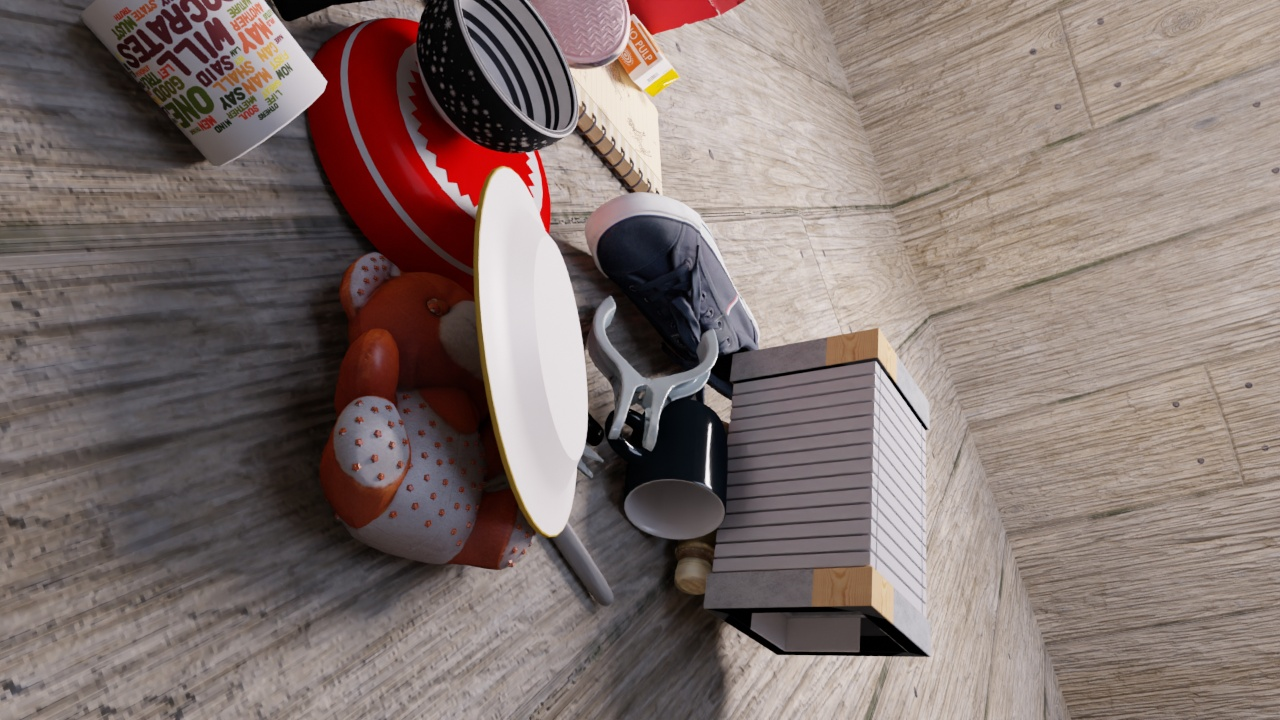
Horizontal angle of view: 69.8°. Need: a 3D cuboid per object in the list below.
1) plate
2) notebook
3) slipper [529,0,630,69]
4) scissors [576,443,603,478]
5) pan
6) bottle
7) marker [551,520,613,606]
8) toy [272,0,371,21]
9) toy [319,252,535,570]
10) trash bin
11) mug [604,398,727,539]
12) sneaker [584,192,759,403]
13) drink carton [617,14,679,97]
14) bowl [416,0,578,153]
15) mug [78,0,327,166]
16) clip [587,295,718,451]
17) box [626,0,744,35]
[{"bbox_3d":[-0.059,-0.006,0.573,0.229,0.021,0.230,-6,89,-83],"label":"plate"},{"bbox_3d":[-0.041,-0.279,0.970,0.225,0.024,0.167,42,36,-45],"label":"notebook"},{"bbox_3d":[-0.083,-0.362,0.872,0.056,0.106,0.221,103,-31,-65],"label":"slipper"},{"bbox_3d":[-0.073,0.042,0.671,0.122,0.019,0.149,-29,115,-47],"label":"scissors"},{"bbox_3d":[-0.104,-0.085,0.676,0.356,0.067,0.208,57,28,-19],"label":"pan"},{"bbox_3d":[0.058,0.133,0.841,0.059,0.060,0.165,50,37,-36],"label":"bottle"},{"bbox_3d":[-0.053,0.127,0.666,0.139,0.022,0.016,60,22,-20],"label":"marker"},{"bbox_3d":[-0.190,-0.312,0.613,0.159,0.140,0.183,25,31,-13],"label":"toy"},{"bbox_3d":[-0.118,0.024,0.527,0.163,0.093,0.172,39,39,-49],"label":"toy"},{"bbox_3d":[0.167,0.122,0.825,0.142,0.143,0.246,43,47,-44],"label":"trash bin"},{"bbox_3d":[0.018,0.081,0.778,0.121,0.085,0.094,34,39,-24],"label":"mug"},{"bbox_3d":[0.044,-0.038,0.882,0.294,0.121,0.127,46,23,-47],"label":"sneaker"},{"bbox_3d":[0.003,-0.343,1.037,0.058,0.040,0.122,56,13,0],"label":"drink carton"},{"bbox_3d":[-0.103,-0.187,0.603,0.120,0.066,0.120,41,37,-41],"label":"bowl"},{"bbox_3d":[-0.223,-0.164,0.482,0.089,0.073,0.105,55,4,-30],"label":"mug"},{"bbox_3d":[-0.020,-0.003,0.780,0.159,0.030,0.173,27,39,10],"label":"clip"},{"bbox_3d":[0.060,-0.479,0.972,0.211,0.319,0.121,35,35,-49],"label":"box"}]
